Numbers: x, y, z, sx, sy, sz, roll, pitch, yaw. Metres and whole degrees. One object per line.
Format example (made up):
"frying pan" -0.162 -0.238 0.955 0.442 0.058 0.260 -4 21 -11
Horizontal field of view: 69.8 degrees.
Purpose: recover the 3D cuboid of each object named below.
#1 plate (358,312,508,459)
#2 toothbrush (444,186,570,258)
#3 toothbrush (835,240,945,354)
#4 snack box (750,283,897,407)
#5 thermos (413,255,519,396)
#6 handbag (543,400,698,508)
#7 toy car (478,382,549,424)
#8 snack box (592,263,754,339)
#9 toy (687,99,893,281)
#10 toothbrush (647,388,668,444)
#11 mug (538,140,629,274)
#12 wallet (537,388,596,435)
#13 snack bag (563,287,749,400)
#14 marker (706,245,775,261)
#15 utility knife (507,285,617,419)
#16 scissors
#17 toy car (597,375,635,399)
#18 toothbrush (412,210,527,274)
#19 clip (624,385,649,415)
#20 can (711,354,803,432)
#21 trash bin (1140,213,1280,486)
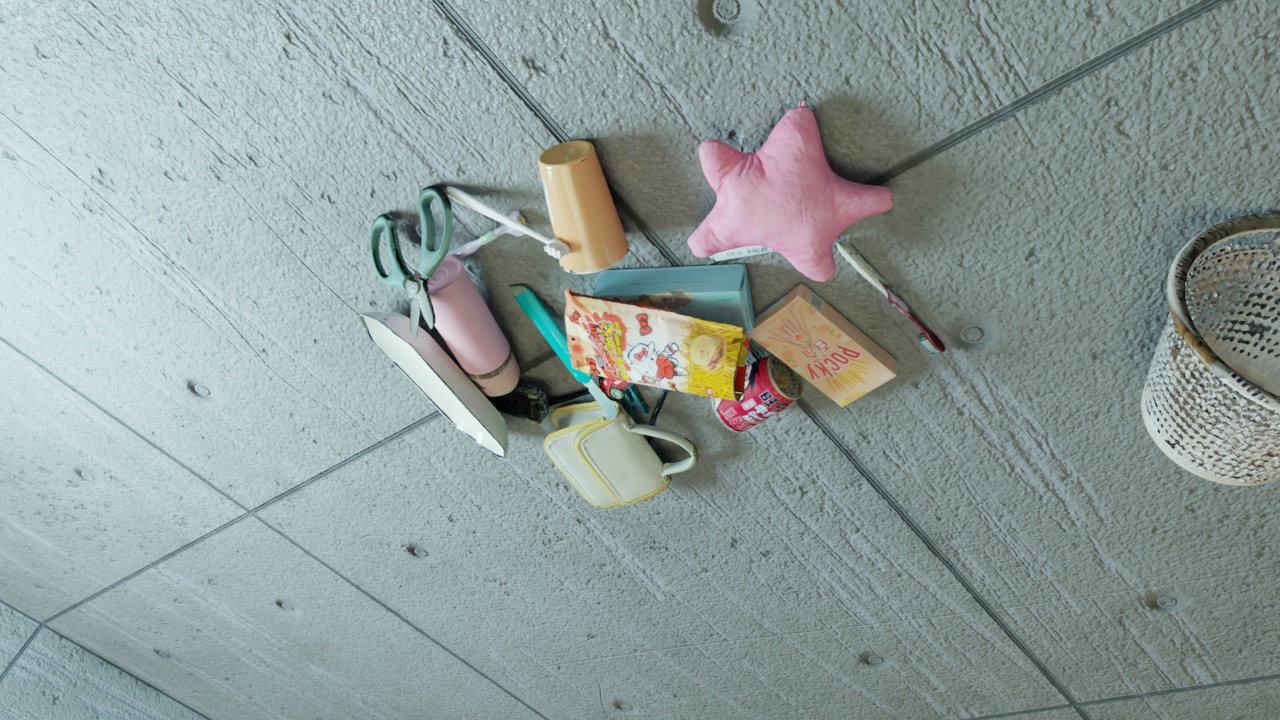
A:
"plate" -0.256 0.027 1.188 0.162 0.034 0.266 12 146 54
"toothbrush" -0.148 -0.150 0.984 0.180 0.016 0.016 30 136 25
"toothbrush" 0.269 -0.066 0.989 0.187 0.016 0.017 40 141 -22
"snack box" 0.209 -0.014 1.049 0.157 0.026 0.085 36 132 -18
"thermos" -0.214 -0.039 1.123 0.087 0.067 0.199 24 153 34
"handbag" -0.019 0.123 1.207 0.179 0.063 0.163 -13 131 24
"toy car" -0.166 0.049 1.214 0.106 0.031 0.049 18 125 18
"snack box" 0.038 -0.062 1.036 0.175 0.051 0.074 -1 133 18
"toy" 0.148 -0.163 0.894 0.194 0.074 0.179 11 125 2
"toothbrush" 0.020 0.066 1.193 0.016 0.014 0.190 30 137 11
"mug" -0.063 -0.162 0.959 0.078 0.078 0.123 -2 127 19
"wallet" -0.079 0.083 1.238 0.121 0.019 0.097 -16 129 27
"snack bag" 0.015 -0.014 1.018 0.208 0.073 0.129 10 139 16
"marker" 0.132 -0.124 0.973 0.131 0.018 0.023 -6 122 22
"utility knife" -0.091 -0.010 1.121 0.029 0.013 0.209 -27 105 35
"scissors" -0.242 -0.117 1.021 0.170 0.177 0.019 -41 152 24
"toy car" -0.007 0.007 1.115 0.045 0.052 0.121 50 133 -8
"toothbrush" -0.205 -0.127 1.072 0.190 0.021 0.029 -21 86 34
"clip" -0.008 0.050 1.186 0.048 0.014 0.057 -6 132 25
"can" 0.139 0.038 1.092 0.066 0.066 0.094 39 132 -20
"trash bin" 0.576 0.010 0.848 0.227 0.226 0.192 7 147 11
